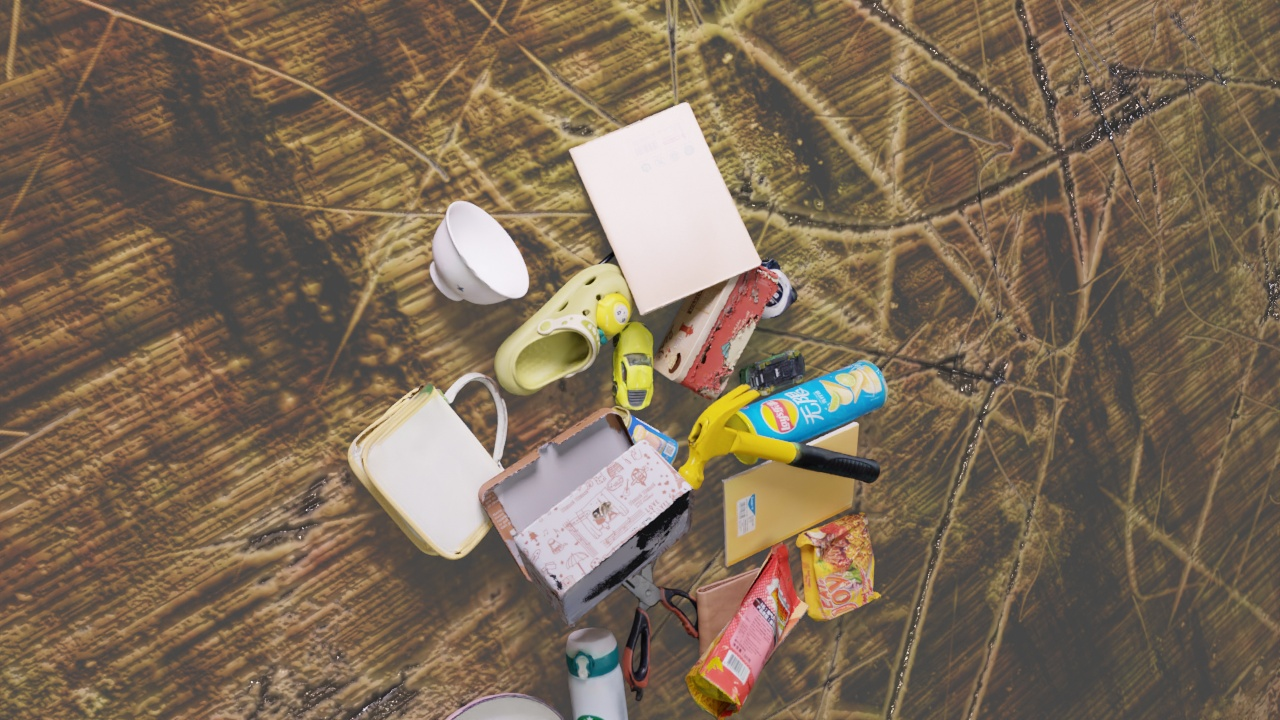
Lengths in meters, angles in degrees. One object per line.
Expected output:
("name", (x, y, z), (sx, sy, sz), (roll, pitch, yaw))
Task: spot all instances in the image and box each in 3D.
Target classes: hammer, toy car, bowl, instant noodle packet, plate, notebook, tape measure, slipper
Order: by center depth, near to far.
("bowl", (-0.180, -0.100, 0.960), (0.065, 0.118, 0.118), (-33, 114, 23))
("slipper", (-0.071, -0.024, 1.011), (0.190, 0.081, 0.092), (-39, 132, -15))
("notebook", (0.027, -0.171, 1.025), (0.148, 0.008, 0.207), (-23, 83, -3))
("plate", (-0.168, 0.468, 1.048), (0.192, 0.039, 0.192), (-3, 97, -25))
("toy car", (-0.006, 0.006, 1.079), (0.048, 0.032, 0.105), (-2, 95, -25))
("hammer", (0.180, 0.111, 1.103), (0.300, 0.033, 0.129), (15, 103, -35))
("tape measure", (0.155, -0.085, 1.145), (0.066, 0.034, 0.066), (-40, 109, -19))
("toy car", (0.167, 0.015, 1.159), (0.091, 0.036, 0.043), (-16, 101, -21))
("notebook", (0.194, 0.172, 1.175), (0.206, 0.010, 0.146), (-21, 127, -22))
("instant noodle packet", (0.268, 0.280, 1.233), (0.110, 0.044, 0.128), (-15, 102, -19))

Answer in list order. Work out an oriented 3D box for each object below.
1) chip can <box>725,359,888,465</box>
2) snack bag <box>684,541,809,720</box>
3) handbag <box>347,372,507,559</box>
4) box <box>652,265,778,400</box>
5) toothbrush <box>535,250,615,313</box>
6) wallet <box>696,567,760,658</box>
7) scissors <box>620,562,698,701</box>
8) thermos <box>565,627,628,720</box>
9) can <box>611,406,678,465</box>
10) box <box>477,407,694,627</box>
("chip can", (0.212, 0.064, 1.166), (0.209, 0.071, 0.071), (-19, 103, -22))
("snack bag", (0.140, 0.339, 1.141), (0.207, 0.073, 0.129), (-47, 129, -34))
("handbag", (-0.204, 0.102, 0.989), (0.178, 0.063, 0.163), (-47, 113, -30))
("box", (0.094, -0.041, 1.077), (0.078, 0.091, 0.168), (26, 94, -24))
("toothbrush", (-0.052, -0.107, 1.055), (0.189, 0.014, 0.016), (-44, 95, -15))
("wallet", (0.117, 0.326, 1.169), (0.115, 0.020, 0.101), (-11, 102, -38))
("scissors", (0.016, 0.292, 1.097), (0.188, 0.015, 0.225), (-1, 93, -46))
("thermos", (-0.048, 0.426, 1.083), (0.073, 0.073, 0.224), (-11, 100, -24))
("can", (-0.015, 0.118, 1.074), (0.083, 0.057, 0.102), (32, 82, -27))
("box", (-0.059, 0.154, 0.978), (0.181, 0.150, 0.166), (-36, 66, -19))
